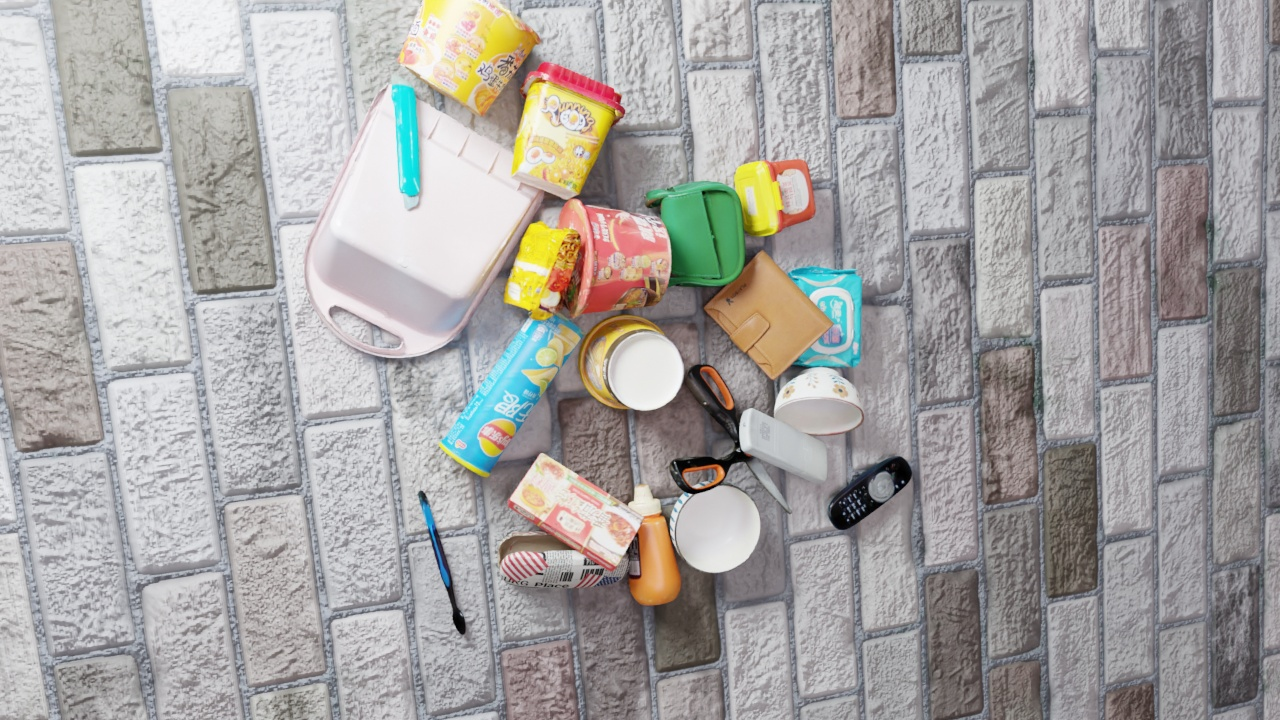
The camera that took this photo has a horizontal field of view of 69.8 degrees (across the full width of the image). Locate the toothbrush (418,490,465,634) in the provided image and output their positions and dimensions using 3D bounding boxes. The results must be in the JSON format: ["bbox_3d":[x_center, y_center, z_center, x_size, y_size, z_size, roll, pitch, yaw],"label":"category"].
[{"bbox_3d":[-0.244,0.249,1.129,0.014,0.016,0.189,-15,97,-3],"label":"toothbrush"}]

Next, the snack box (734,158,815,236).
[{"bbox_3d":[0.171,-0.207,1.149,0.080,0.082,0.091,-16,100,-22],"label":"snack box"}]

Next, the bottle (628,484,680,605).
[{"bbox_3d":[0.011,0.232,1.167,0.066,0.067,0.149,-8,90,-13],"label":"bottle"}]

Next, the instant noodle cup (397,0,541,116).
[{"bbox_3d":[-0.196,-0.346,1.017,0.138,0.138,0.110,31,95,-15],"label":"instant noodle cup"}]

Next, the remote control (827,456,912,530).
[{"bbox_3d":[0.310,0.180,1.253,0.136,0.024,0.053,-34,101,-10],"label":"remote control"}]

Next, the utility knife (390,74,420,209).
[{"bbox_3d":[-0.264,-0.246,1.030,0.029,0.013,0.166,0,74,-24],"label":"utility knife"}]

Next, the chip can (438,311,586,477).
[{"bbox_3d":[-0.152,0.034,1.097,0.071,0.071,0.210,36,86,-15],"label":"chip can"}]

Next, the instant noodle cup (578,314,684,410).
[{"bbox_3d":[-0.007,0.006,1.108,0.118,0.114,0.118,-2,96,-15],"label":"instant noodle cup"}]

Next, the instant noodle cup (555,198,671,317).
[{"bbox_3d":[-0.033,-0.120,1.083,0.108,0.138,0.138,-1,96,-22],"label":"instant noodle cup"}]

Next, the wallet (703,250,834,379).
[{"bbox_3d":[0.161,-0.056,1.160,0.108,0.031,0.132,-44,84,12],"label":"wallet"}]

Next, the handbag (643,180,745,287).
[{"bbox_3d":[0.068,-0.156,1.139,0.120,0.068,0.131,-6,99,-6],"label":"handbag"}]

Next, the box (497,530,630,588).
[{"bbox_3d":[-0.093,0.255,1.131,0.163,0.082,0.075,3,100,-17],"label":"box"}]

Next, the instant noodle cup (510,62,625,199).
[{"bbox_3d":[-0.092,-0.258,1.055,0.116,0.116,0.123,19,90,-15],"label":"instant noodle cup"}]

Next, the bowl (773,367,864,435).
[{"bbox_3d":[0.230,0.048,1.186,0.113,0.114,0.062,14,60,-15],"label":"bowl"}]

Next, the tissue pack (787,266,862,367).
[{"bbox_3d":[0.238,-0.057,1.196,0.093,0.050,0.133,-4,96,-12],"label":"tissue pack"}]

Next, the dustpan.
[{"bbox_3d":[-0.268,-0.149,1.081,0.222,0.139,0.272,30,60,-13],"label":"dustpan"}]

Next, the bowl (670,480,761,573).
[{"bbox_3d":[0.090,0.208,1.179,0.116,0.066,0.116,-2,97,-14],"label":"bowl"}]

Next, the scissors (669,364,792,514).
[{"bbox_3d":[0.115,0.105,1.163,0.233,0.022,0.221,-14,77,-41],"label":"scissors"}]

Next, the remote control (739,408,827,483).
[{"bbox_3d":[0.186,0.112,1.187,0.150,0.021,0.058,26,55,-31],"label":"remote control"}]

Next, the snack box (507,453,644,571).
[{"bbox_3d":[-0.078,0.184,1.118,0.153,0.026,0.075,32,59,2],"label":"snack box"}]

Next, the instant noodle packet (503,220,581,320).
[{"bbox_3d":[-0.115,-0.105,1.061,0.044,0.128,0.111,22,92,-27],"label":"instant noodle packet"}]
